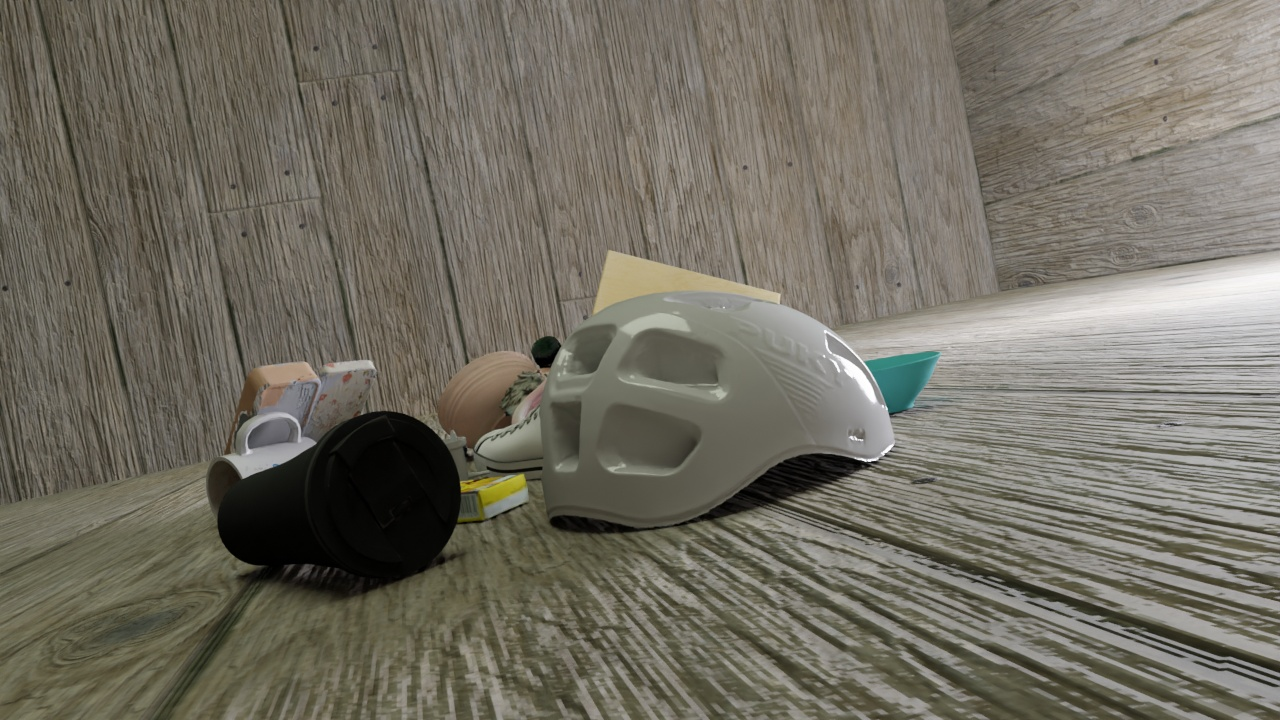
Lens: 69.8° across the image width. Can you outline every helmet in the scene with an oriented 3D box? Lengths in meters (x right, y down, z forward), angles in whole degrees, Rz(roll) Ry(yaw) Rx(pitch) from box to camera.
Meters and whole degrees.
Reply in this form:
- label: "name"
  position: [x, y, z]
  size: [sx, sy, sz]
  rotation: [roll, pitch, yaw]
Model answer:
- label: "helmet"
  position: [0.062, 0.043, 0.698]
  size: [0.282, 0.183, 0.225]
  rotation: [11, -6, -31]

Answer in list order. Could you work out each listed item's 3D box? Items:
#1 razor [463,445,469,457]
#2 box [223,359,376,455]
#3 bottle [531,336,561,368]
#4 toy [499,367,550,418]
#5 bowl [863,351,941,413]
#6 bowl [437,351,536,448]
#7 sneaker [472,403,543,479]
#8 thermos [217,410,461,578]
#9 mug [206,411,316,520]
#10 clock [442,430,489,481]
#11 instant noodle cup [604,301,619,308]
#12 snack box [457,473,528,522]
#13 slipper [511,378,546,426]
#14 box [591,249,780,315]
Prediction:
- label: "razor"
  position: [-0.246, 0.124, 1.331]
  size: [0.044, 0.018, 0.140]
  rotation: [-12, 2, 15]
- label: "box"
  position: [-0.397, 0.089, 1.058]
  size: [0.150, 0.043, 0.217]
  rotation: [-14, -40, -52]
- label: "bottle"
  position: [-0.103, 0.033, 1.259]
  size: [0.056, 0.161, 0.056]
  rotation: [-12, 45, 12]
- label: "toy"
  position: [-0.087, 0.044, 1.158]
  size: [0.175, 0.076, 0.132]
  rotation: [-17, 47, -28]
- label: "bowl"
  position: [0.233, 0.026, 0.888]
  size: [0.121, 0.046, 0.121]
  rotation: [-11, 2, 0]
- label: "bowl"
  position: [-0.190, 0.069, 1.241]
  size: [0.152, 0.153, 0.076]
  rotation: [-13, 44, -35]
- label: "sneaker"
  position: [-0.086, 0.064, 0.933]
  size: [0.091, 0.097, 0.246]
  rotation: [-13, 3, -44]
- label: "thermos"
  position: [-0.225, 0.104, 0.652]
  size: [0.105, 0.106, 0.219]
  rotation: [-13, -2, -45]
- label: "mug"
  position: [-0.396, 0.114, 0.977]
  size: [0.083, 0.120, 0.096]
  rotation: [9, 14, 36]
- label: "clock"
  position: [-0.240, 0.114, 0.917]
  size: [0.120, 0.061, 0.158]
  rotation: [-10, 1, 44]
- label: "instant noodle cup"
  position: [-0.006, 0.006, 0.962]
  size: [0.137, 0.122, 0.121]
  rotation: [14, 60, 39]
- label: "snack box"
  position: [-0.172, 0.122, 0.788]
  size: [0.149, 0.025, 0.061]
  rotation: [-10, 1, 32]
- label: "slipper"
  position: [-0.062, 0.033, 1.094]
  size: [0.221, 0.107, 0.056]
  rotation: [-44, -9, -33]
- label: "box"
  position: [0.052, -0.028, 1.263]
  size: [0.248, 0.185, 0.141]
  rotation: [14, 33, -2]
